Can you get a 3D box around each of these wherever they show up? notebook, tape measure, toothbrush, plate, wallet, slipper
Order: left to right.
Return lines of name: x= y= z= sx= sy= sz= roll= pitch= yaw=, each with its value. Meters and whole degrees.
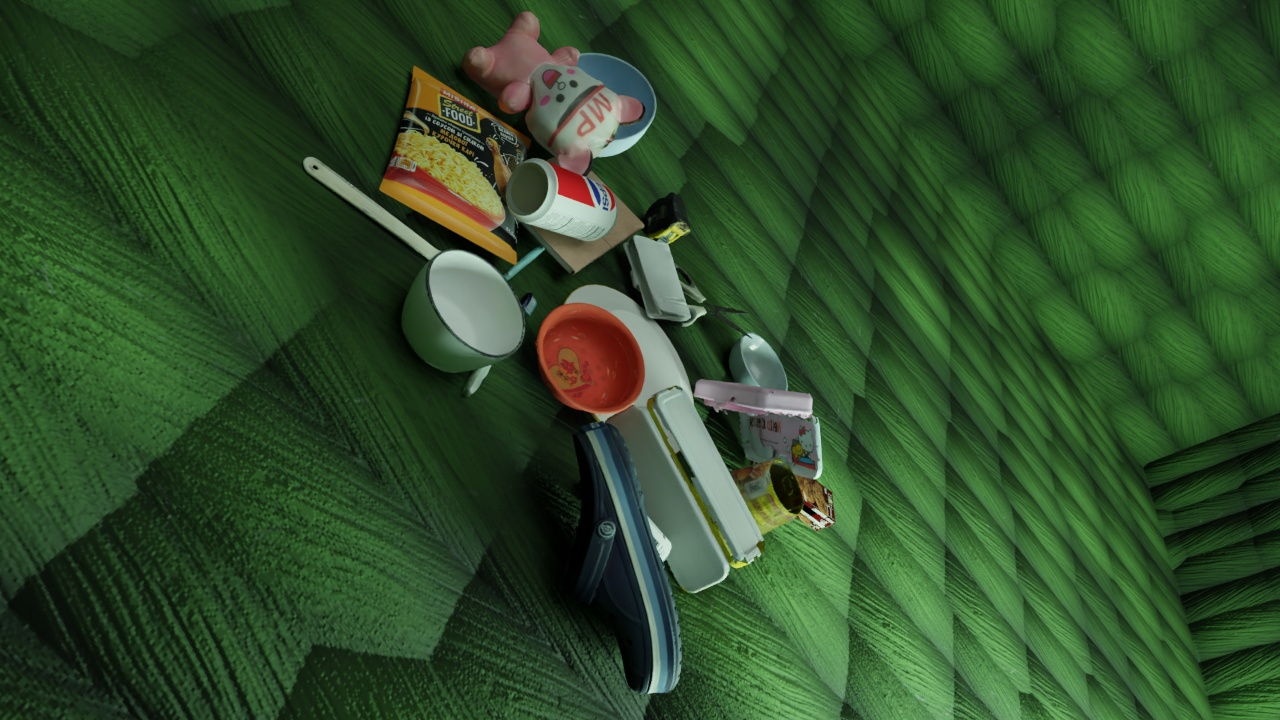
toothbrush: x=-0.141 y=-0.018 z=0.939 sx=0.017 sy=0.016 sz=0.188 roll=56 pitch=30 yaw=-23
toothbrush: x=-0.119 y=-0.131 z=1.063 sx=0.016 sy=0.016 sz=0.180 roll=50 pitch=32 yaw=-11
notebook: x=-0.085 y=-0.189 z=1.138 sx=0.141 sy=0.008 sz=0.208 roll=46 pitch=33 yaw=0
slipper: x=-0.031 y=0.185 z=0.853 sx=0.095 sy=0.105 sz=0.252 roll=-13 pitch=87 yaw=-14
plate: x=-0.006 y=0.006 z=1.094 sx=0.229 sy=0.021 sz=0.229 roll=34 pitch=40 yaw=-34
wallet: x=0.021 y=-0.105 z=1.201 sx=0.086 sy=0.032 sz=0.116 roll=10 pitch=56 yaw=-49
tape measure: x=0.032 y=-0.196 z=1.277 sx=0.038 sy=0.063 sz=0.067 roll=25 pitch=45 yaw=-41

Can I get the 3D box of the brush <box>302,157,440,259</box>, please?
brush: x=-0.237 y=-0.128 z=0.905 sx=0.217 sy=0.012 sz=0.033 roll=38 pitch=37 yaw=-27

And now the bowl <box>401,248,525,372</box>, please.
bowl: x=-0.172 y=-0.040 z=0.866 sx=0.116 sy=0.066 sz=0.116 roll=33 pitch=40 yaw=-34

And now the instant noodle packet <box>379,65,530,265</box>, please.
instant noodle packet: x=-0.196 y=-0.219 z=1.012 sx=0.159 sy=0.032 sz=0.220 roll=28 pitch=43 yaw=-29

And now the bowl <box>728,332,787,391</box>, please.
bowl: x=0.160 y=0.016 z=1.295 sx=0.106 sy=0.039 sz=0.106 roll=34 pitch=40 yaw=-34

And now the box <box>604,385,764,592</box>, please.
box: x=0.045 y=0.139 z=0.999 sx=0.083 sy=0.080 sz=0.210 roll=-19 pitch=80 yaw=-56

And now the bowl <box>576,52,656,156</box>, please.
bowl: x=-0.060 y=-0.330 z=1.231 sx=0.150 sy=0.075 sz=0.150 roll=5 pitch=63 yaw=-11

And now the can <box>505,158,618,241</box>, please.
can: x=-0.086 y=-0.178 z=1.034 sx=0.132 sy=0.070 sz=0.070 roll=7 pitch=58 yaw=-58

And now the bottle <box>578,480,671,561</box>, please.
bottle: x=-0.018 y=0.160 z=0.931 sx=0.116 sy=0.041 sz=0.041 roll=50 pitch=33 yaw=-12

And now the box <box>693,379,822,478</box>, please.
box: x=0.138 y=0.081 z=1.108 sx=0.100 sy=0.202 sz=0.103 roll=5 pitch=91 yaw=-19

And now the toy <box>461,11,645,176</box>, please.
toy: x=-0.110 y=-0.326 z=1.127 sx=0.213 sy=0.084 sz=0.141 roll=39 pitch=63 yaw=9

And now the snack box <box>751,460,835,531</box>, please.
snack box: x=0.206 y=0.172 z=1.233 sx=0.141 sy=0.032 sz=0.050 roll=37 pitch=38 yaw=-30

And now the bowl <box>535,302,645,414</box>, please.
bowl: x=-0.061 y=0.005 z=0.984 sx=0.130 sy=0.045 sz=0.130 roll=17 pitch=57 yaw=-27

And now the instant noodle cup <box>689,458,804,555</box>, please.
instant noodle cup: x=0.123 y=0.164 z=1.055 sx=0.102 sy=0.108 sz=0.102 roll=36 pitch=39 yaw=-35

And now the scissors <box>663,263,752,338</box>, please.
scissors: x=0.080 y=-0.077 z=1.262 sx=0.168 sy=0.013 sz=0.157 roll=-26 pitch=75 yaw=-47
